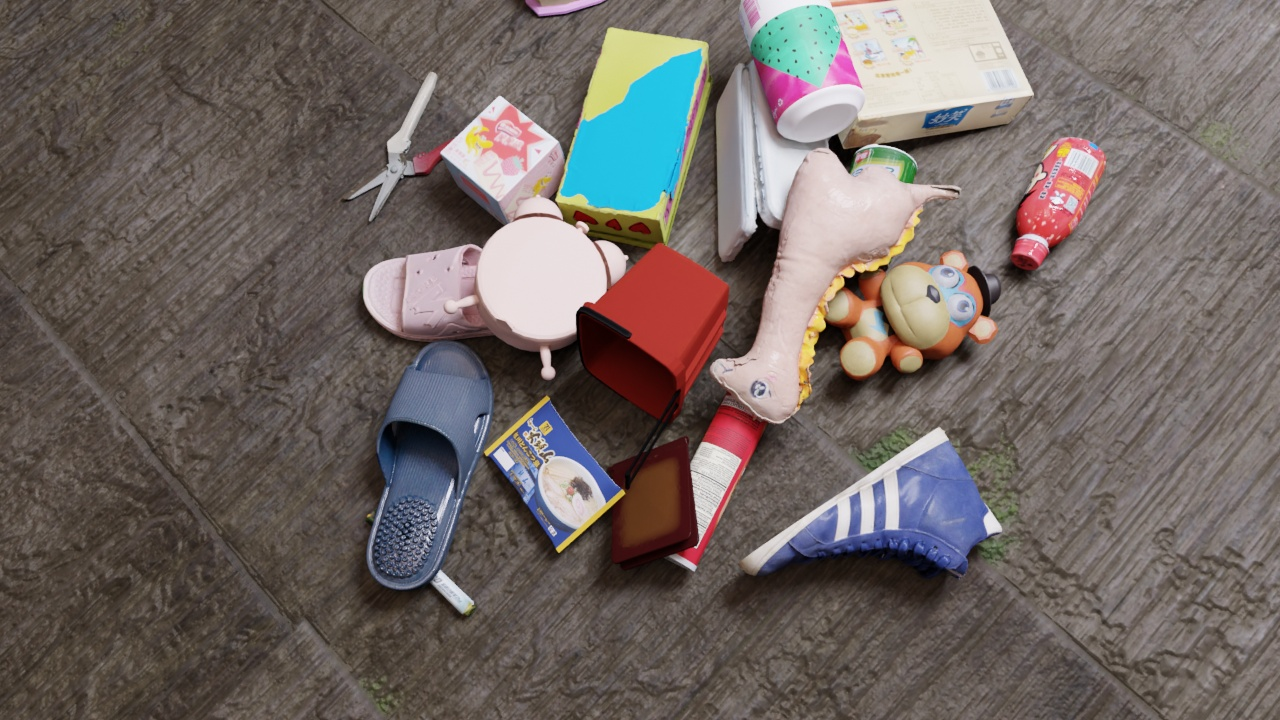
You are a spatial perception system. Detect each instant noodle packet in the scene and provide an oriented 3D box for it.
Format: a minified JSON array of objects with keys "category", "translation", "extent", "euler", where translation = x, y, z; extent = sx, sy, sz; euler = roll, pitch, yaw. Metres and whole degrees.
[{"category":"instant noodle packet","translation":[-0.088,0.112,0.915],"extent":[0.087,0.026,0.134],"euler":[-42,67,2]}]

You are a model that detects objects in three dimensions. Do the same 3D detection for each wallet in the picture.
[{"category":"wallet","translation":[0.010,0.135,0.874],"extent":[0.092,0.018,0.115],"euler":[-24,45,23]}]

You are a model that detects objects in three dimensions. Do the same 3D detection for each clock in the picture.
[{"category":"clock","translation":[-0.098,-0.081,0.922],"extent":[0.131,0.086,0.160],"euler":[35,64,-3]}]

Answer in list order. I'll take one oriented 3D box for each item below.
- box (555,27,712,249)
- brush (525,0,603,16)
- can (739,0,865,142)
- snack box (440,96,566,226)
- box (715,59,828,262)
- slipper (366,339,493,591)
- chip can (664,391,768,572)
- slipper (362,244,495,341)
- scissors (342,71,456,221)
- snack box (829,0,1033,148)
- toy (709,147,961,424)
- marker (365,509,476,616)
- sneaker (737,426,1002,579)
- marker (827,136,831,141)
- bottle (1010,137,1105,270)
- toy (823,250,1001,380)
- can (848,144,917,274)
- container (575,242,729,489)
[{"category":"box","translation":[-0.005,-0.240,1.000],"extent":[0.124,0.083,0.220],"euler":[11,76,10]},{"category":"brush","translation":[-0.034,-0.482,1.098],"extent":[0.229,0.043,0.089],"euler":[-17,71,1]},{"category":"can","translation":[0.157,-0.306,0.910],"extent":[0.088,0.088,0.165],"euler":[-16,74,1]},{"category":"snack box","translation":[-0.146,-0.214,1.004],"extent":[0.093,0.079,0.094],"euler":[41,80,16]},{"category":"box","translation":[0.145,-0.212,0.965],"extent":[0.105,0.130,0.210],"euler":[6,71,-15]},{"category":"slipper","translation":[-0.212,0.091,0.906],"extent":[0.101,0.083,0.263],"euler":[7,67,4]},{"category":"chip can","translation":[0.078,0.097,0.895],"extent":[0.052,0.052,0.214],"euler":[26,76,13]},{"category":"slipper","translation":[-0.183,-0.072,0.971],"extent":[0.239,0.064,0.094],"euler":[1,72,5]},{"category":"scissors","translation":[-0.257,-0.252,1.063],"extent":[0.196,0.015,0.179],"euler":[-10,73,3]},{"category":"snack box","translation":[0.290,-0.316,0.979],"extent":[0.207,0.055,0.153],"euler":[-11,71,-13]},{"category":"toy","translation":[0.180,-0.062,0.861],"extent":[0.196,0.065,0.264],"euler":[12,90,3]},{"category":"marker","translation":[-0.219,0.200,0.912],"extent":[0.146,0.017,0.017],"euler":[38,80,16]},{"category":"sneaker","translation":[0.218,0.173,0.841],"extent":[0.232,0.091,0.118],"euler":[-31,74,-13]},{"category":"marker","translation":[0.216,-0.272,1.016],"extent":[0.019,0.019,0.145],"euler":[31,78,14]},{"category":"bottle","translation":[0.419,-0.156,0.934],"extent":[0.062,0.062,0.137],"euler":[28,77,14]},{"category":"toy","translation":[0.268,-0.046,0.906],"extent":[0.176,0.096,0.112],"euler":[-17,71,-11]},{"category":"can","translation":[0.240,-0.156,0.950],"extent":[0.067,0.067,0.120],"euler":[16,75,11]},{"category":"container","translation":[-0.005,0.005,0.884],"extent":[0.127,0.148,0.200],"euler":[33,69,14]}]
